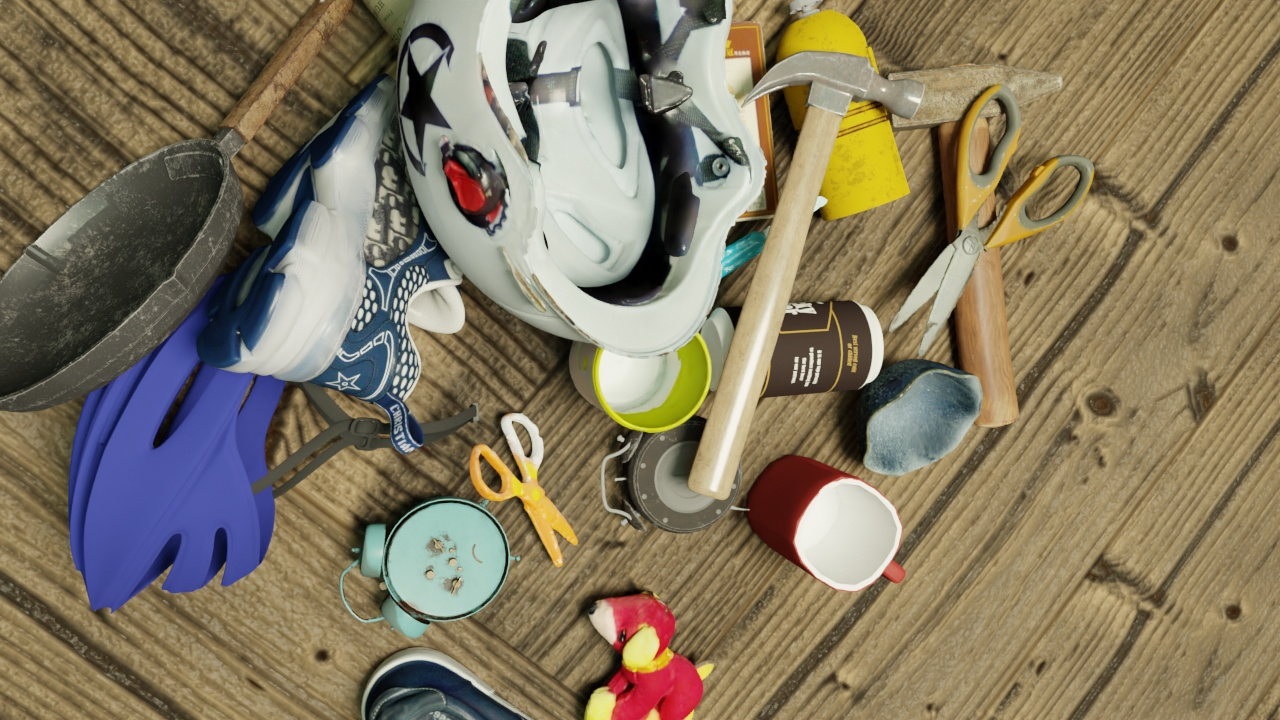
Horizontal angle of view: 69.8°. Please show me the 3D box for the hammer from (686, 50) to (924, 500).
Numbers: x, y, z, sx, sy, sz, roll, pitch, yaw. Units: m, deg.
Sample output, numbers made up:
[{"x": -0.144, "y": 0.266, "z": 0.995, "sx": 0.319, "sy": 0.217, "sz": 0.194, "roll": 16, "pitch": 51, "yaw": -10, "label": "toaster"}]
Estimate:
[{"x": 0.097, "y": -0.062, "z": 0.657, "sx": 0.119, "sy": 0.031, "sz": 0.331, "roll": 17, "pitch": 91, "yaw": -3, "label": "hammer"}]

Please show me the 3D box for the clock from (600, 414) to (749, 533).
[{"x": 0.026, "y": 0.086, "z": 0.710, "sx": 0.122, "sy": 0.044, "sz": 0.091, "roll": -3, "pitch": 95, "yaw": -14, "label": "clock"}]

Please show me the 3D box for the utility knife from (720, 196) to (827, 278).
[{"x": 0.075, "y": -0.080, "z": 0.704, "sx": 0.158, "sy": 0.015, "sz": 0.022, "roll": -30, "pitch": 98, "yaw": 6, "label": "utility knife"}]

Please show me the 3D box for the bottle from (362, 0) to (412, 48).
[{"x": -0.143, "y": -0.239, "z": 0.630, "sx": 0.067, "sy": 0.068, "sz": 0.157, "roll": -39, "pitch": 102, "yaw": -9, "label": "bottle"}]

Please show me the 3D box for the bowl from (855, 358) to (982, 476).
[{"x": 0.214, "y": 0.038, "z": 0.740, "sx": 0.110, "sy": 0.055, "sz": 0.110, "roll": -14, "pitch": 132, "yaw": -16, "label": "bowl"}]

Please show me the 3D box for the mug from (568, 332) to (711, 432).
[{"x": -0.004, "y": 0.004, "z": 0.664, "sx": 0.082, "sy": 0.106, "sz": 0.082, "roll": -1, "pitch": 95, "yaw": -14, "label": "mug"}]

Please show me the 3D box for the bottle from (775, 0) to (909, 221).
[{"x": 0.151, "y": -0.197, "z": 0.707, "sx": 0.071, "sy": 0.071, "sz": 0.164, "roll": -21, "pitch": 99, "yaw": -12, "label": "bottle"}]

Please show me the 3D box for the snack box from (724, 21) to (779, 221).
[{"x": 0.026, "y": -0.173, "z": 0.691, "sx": 0.143, "sy": 0.041, "sz": 0.147, "roll": -9, "pitch": 97, "yaw": -13, "label": "snack box"}]

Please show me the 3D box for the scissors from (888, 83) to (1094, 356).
[{"x": 0.281, "y": -0.101, "z": 0.736, "sx": 0.166, "sy": 0.016, "sz": 0.225, "roll": 20, "pitch": 90, "yaw": -14, "label": "scissors"}]

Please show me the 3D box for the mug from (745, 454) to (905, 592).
[{"x": 0.152, "y": 0.134, "z": 0.718, "sx": 0.116, "sy": 0.096, "sz": 0.080, "roll": 39, "pitch": 84, "yaw": -14, "label": "mug"}]

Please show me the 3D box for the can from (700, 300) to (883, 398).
[{"x": 0.115, "y": -0.008, "z": 0.711, "sx": 0.128, "sy": 0.072, "sz": 0.072, "roll": -4, "pitch": 95, "yaw": -14, "label": "can"}]

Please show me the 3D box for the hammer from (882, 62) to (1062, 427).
[{"x": 0.285, "y": -0.092, "z": 0.766, "sx": 0.157, "sy": 0.037, "sz": 0.301, "roll": -10, "pitch": 97, "yaw": -13, "label": "hammer"}]

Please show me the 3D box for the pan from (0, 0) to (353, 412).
[{"x": -0.281, "y": -0.112, "z": 0.579, "sx": 0.356, "sy": 0.208, "sz": 0.040, "roll": -59, "pitch": 138, "yaw": -23, "label": "pan"}]

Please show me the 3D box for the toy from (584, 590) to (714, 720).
[{"x": 0.007, "y": 0.245, "z": 0.711, "sx": 0.105, "sy": 0.067, "sz": 0.137, "roll": -6, "pitch": 104, "yaw": -18, "label": "toy"}]

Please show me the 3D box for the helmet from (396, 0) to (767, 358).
[{"x": -0.050, "y": -0.133, "z": 0.563, "sx": 0.235, "sy": 0.164, "sz": 0.264, "roll": -22, "pitch": 108, "yaw": -49, "label": "helmet"}]

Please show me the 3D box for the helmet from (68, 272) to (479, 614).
[{"x": -0.229, "y": 0.055, "z": 0.585, "sx": 0.227, "sy": 0.148, "sz": 0.241, "roll": 18, "pitch": 76, "yaw": -13, "label": "helmet"}]

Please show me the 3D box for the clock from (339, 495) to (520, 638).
[{"x": -0.155, "y": 0.147, "z": 0.665, "sx": 0.124, "sy": 0.053, "sz": 0.090, "roll": -23, "pitch": 98, "yaw": -12, "label": "clock"}]

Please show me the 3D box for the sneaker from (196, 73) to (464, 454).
[{"x": -0.163, "y": -0.069, "z": 0.573, "sx": 0.103, "sy": 0.268, "sz": 0.132, "roll": -33, "pitch": 126, "yaw": 28, "label": "sneaker"}]

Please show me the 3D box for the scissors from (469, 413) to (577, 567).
[{"x": -0.077, "y": 0.095, "z": 0.694, "sx": 0.133, "sy": 0.012, "sz": 0.083, "roll": 53, "pitch": 45, "yaw": -30, "label": "scissors"}]

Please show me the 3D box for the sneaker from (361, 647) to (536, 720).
[{"x": -0.083, "y": 0.335, "z": 0.663, "sx": 0.120, "sy": 0.127, "sz": 0.294, "roll": -47, "pitch": 105, "yaw": -8, "label": "sneaker"}]
